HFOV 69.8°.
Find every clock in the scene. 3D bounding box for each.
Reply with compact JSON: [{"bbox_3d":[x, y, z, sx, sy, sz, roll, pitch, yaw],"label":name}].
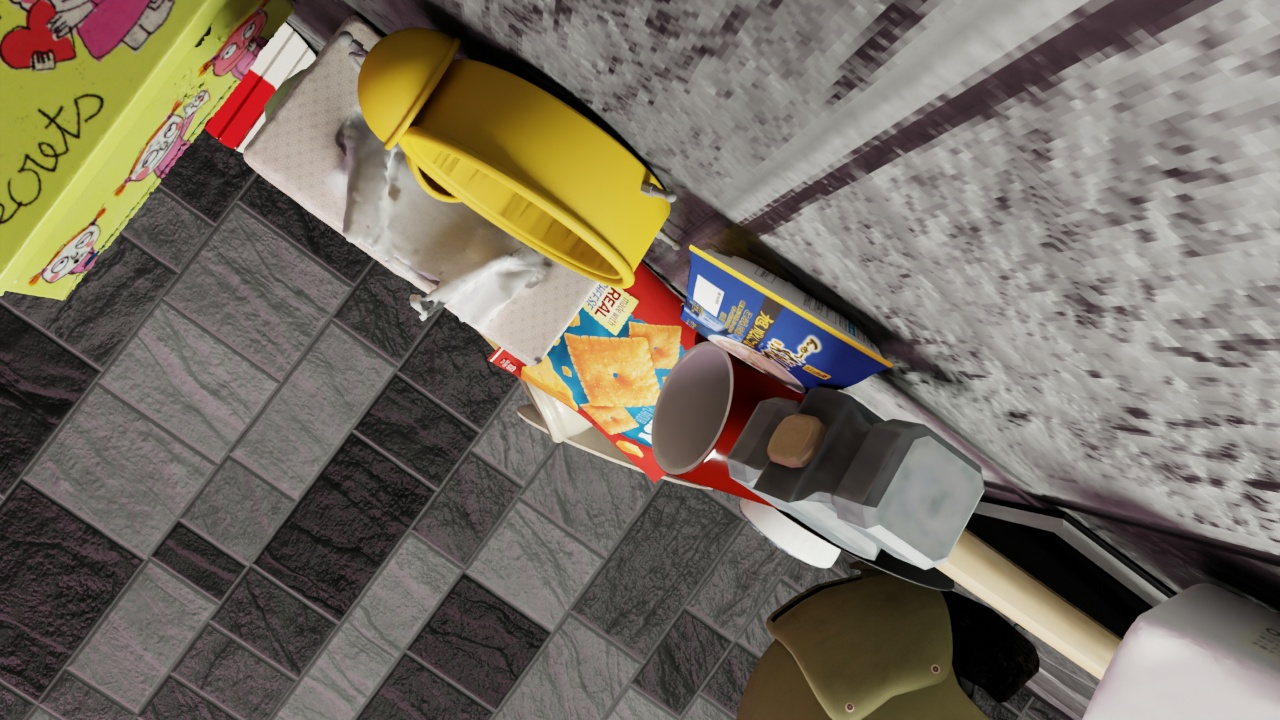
[{"bbox_3d":[-0.055,-0.084,0.387,0.152,0.052,0.113,31,175,8],"label":"clock"}]

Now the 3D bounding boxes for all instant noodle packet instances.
[{"bbox_3d":[0.057,-0.014,0.407,0.087,0.026,0.134,31,175,4],"label":"instant noodle packet"}]

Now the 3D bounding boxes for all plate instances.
[{"bbox_3d":[-0.016,0.066,0.808,0.189,0.027,0.188,21,-179,-1],"label":"plate"}]

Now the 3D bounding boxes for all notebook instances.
[{"bbox_3d":[0.244,0.125,0.516,0.149,0.016,0.207,37,176,1],"label":"notebook"}]

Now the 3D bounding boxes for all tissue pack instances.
[{"bbox_3d":[-0.102,-0.078,0.470,0.181,0.104,0.071,39,173,-17],"label":"tissue pack"}]

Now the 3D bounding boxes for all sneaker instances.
[{"bbox_3d":[-0.258,-0.189,0.676,0.236,0.090,0.104,35,-176,-44],"label":"sneaker"}]

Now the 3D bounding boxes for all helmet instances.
[{"bbox_3d":[0.183,0.254,0.627,0.233,0.255,0.250,32,174,5],"label":"helmet"}]

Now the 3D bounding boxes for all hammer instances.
[{"bbox_3d":[0.188,0.117,0.428,0.322,0.051,0.117,34,171,-19],"label":"hammer"}]

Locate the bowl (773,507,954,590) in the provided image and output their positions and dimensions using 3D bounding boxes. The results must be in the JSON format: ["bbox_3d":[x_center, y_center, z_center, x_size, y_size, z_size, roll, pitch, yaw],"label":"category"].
[{"bbox_3d":[0.138,0.081,0.545,0.124,0.052,0.124,24,-175,-3],"label":"bowl"}]

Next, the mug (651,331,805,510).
[{"bbox_3d":[0.059,0.024,0.503,0.082,0.073,0.105,20,-135,-27],"label":"mug"}]

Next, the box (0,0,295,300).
[{"bbox_3d":[-0.304,-0.151,0.483,0.124,0.221,0.082,38,175,-1],"label":"box"}]

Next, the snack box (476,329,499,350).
[{"bbox_3d":[-0.157,-0.081,0.858,0.207,0.057,0.056,48,155,-7],"label":"snack box"}]

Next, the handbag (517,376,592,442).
[{"bbox_3d":[-0.060,-0.048,0.729,0.184,0.132,0.229,62,170,-4],"label":"handbag"}]

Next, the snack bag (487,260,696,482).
[{"bbox_3d":[-0.004,0.004,0.581,0.144,0.131,0.039,38,-145,-16],"label":"snack bag"}]

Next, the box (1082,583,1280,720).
[{"bbox_3d":[0.248,0.144,0.346,0.129,0.103,0.110,-8,-153,-36],"label":"box"}]

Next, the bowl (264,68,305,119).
[{"bbox_3d":[-0.156,-0.133,0.527,0.106,0.039,0.106,32,-149,-23],"label":"bowl"}]

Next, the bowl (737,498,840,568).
[{"bbox_3d":[0.166,0.153,0.947,0.116,0.066,0.116,30,-168,-7],"label":"bowl"}]
